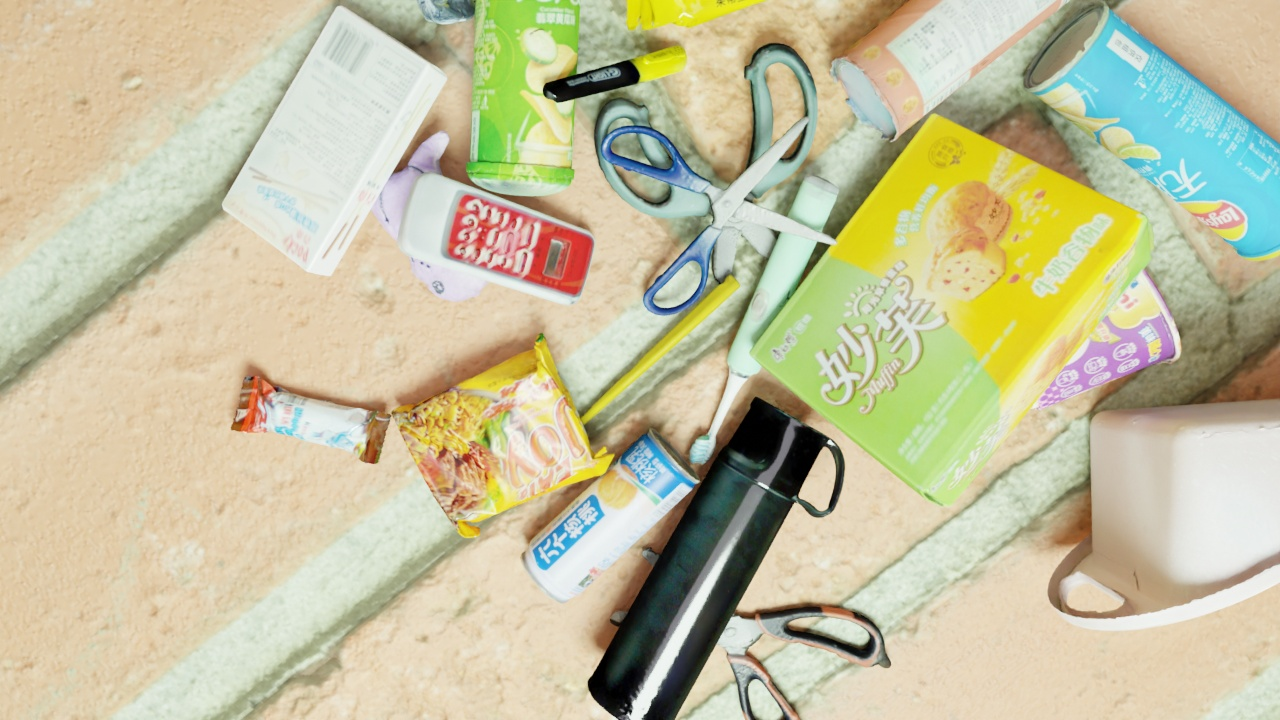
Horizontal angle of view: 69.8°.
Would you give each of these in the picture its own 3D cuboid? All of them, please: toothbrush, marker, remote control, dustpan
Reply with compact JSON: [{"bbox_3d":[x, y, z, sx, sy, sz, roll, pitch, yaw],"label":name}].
[{"bbox_3d":[0.084,-0.024,0.654,0.027,0.026,0.225,5,113,-45],"label":"toothbrush"},{"bbox_3d":[-0.014,-0.185,0.592,0.123,0.015,0.018,-28,70,-37],"label":"marker"},{"bbox_3d":[-0.092,-0.079,0.610,0.135,0.020,0.056,17,89,-34],"label":"remote control"},{"bbox_3d":[0.416,0.099,0.617,0.274,0.222,0.139,-5,88,10],"label":"dustpan"},{"bbox_3d":[-0.004,0.004,0.661,0.190,0.015,0.016,-42,94,7],"label":"toothbrush"}]

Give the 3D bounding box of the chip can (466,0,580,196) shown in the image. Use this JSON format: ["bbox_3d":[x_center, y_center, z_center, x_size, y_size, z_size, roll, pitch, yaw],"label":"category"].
[{"bbox_3d":[-0.073,-0.218,0.590,0.072,0.072,0.221,3,100,-5],"label":"chip can"}]

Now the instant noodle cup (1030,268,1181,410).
[{"bbox_3d":[0.295,-0.024,0.638,0.099,0.111,0.111,-31,101,9],"label":"instant noodle cup"}]

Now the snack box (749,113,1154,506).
[{"bbox_3d":[0.198,-0.034,0.601,0.158,0.070,0.210,41,97,34],"label":"snack box"}]

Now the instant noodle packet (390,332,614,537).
[{"bbox_3d":[-0.096,0.055,0.644,0.128,0.044,0.111,-26,96,9],"label":"instant noodle packet"}]

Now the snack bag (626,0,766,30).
[{"bbox_3d":[0.090,-0.308,0.573,0.246,0.068,0.158,-18,104,-10],"label":"snack bag"}]

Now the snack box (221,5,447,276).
[{"bbox_3d":[-0.202,-0.143,0.602,0.085,0.027,0.157,35,98,16],"label":"snack box"}]

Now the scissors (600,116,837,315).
[{"bbox_3d":[0.048,-0.100,0.622,0.173,0.012,0.163,22,112,3],"label":"scissors"}]

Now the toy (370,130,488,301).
[{"bbox_3d":[-0.138,-0.091,0.625,0.084,0.039,0.108,-31,101,12],"label":"toy"}]

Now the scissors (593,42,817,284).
[{"bbox_3d":[0.063,-0.146,0.637,0.170,0.019,0.181,41,99,-11],"label":"scissors"}]

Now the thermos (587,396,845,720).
[{"bbox_3d":[0.058,0.150,0.654,0.090,0.068,0.242,31,93,25],"label":"thermos"}]

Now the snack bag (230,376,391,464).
[{"bbox_3d":[-0.233,0.043,0.652,0.104,0.026,0.048,18,111,-7],"label":"snack bag"}]

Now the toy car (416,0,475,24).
[{"bbox_3d":[-0.136,-0.263,0.594,0.034,0.042,0.090,-9,109,32],"label":"toy car"}]

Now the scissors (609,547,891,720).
[{"bbox_3d":[0.089,0.221,0.712,0.189,0.015,0.226,-23,100,0],"label":"scissors"}]

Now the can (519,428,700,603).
[{"bbox_3d":[-0.023,0.113,0.665,0.134,0.053,0.053,-44,100,5],"label":"can"}]

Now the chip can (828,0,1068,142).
[{"bbox_3d":[0.232,-0.239,0.607,0.215,0.071,0.071,-39,101,4],"label":"chip can"}]

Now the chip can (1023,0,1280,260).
[{"bbox_3d":[0.369,-0.155,0.633,0.210,0.071,0.071,33,97,-8],"label":"chip can"}]
